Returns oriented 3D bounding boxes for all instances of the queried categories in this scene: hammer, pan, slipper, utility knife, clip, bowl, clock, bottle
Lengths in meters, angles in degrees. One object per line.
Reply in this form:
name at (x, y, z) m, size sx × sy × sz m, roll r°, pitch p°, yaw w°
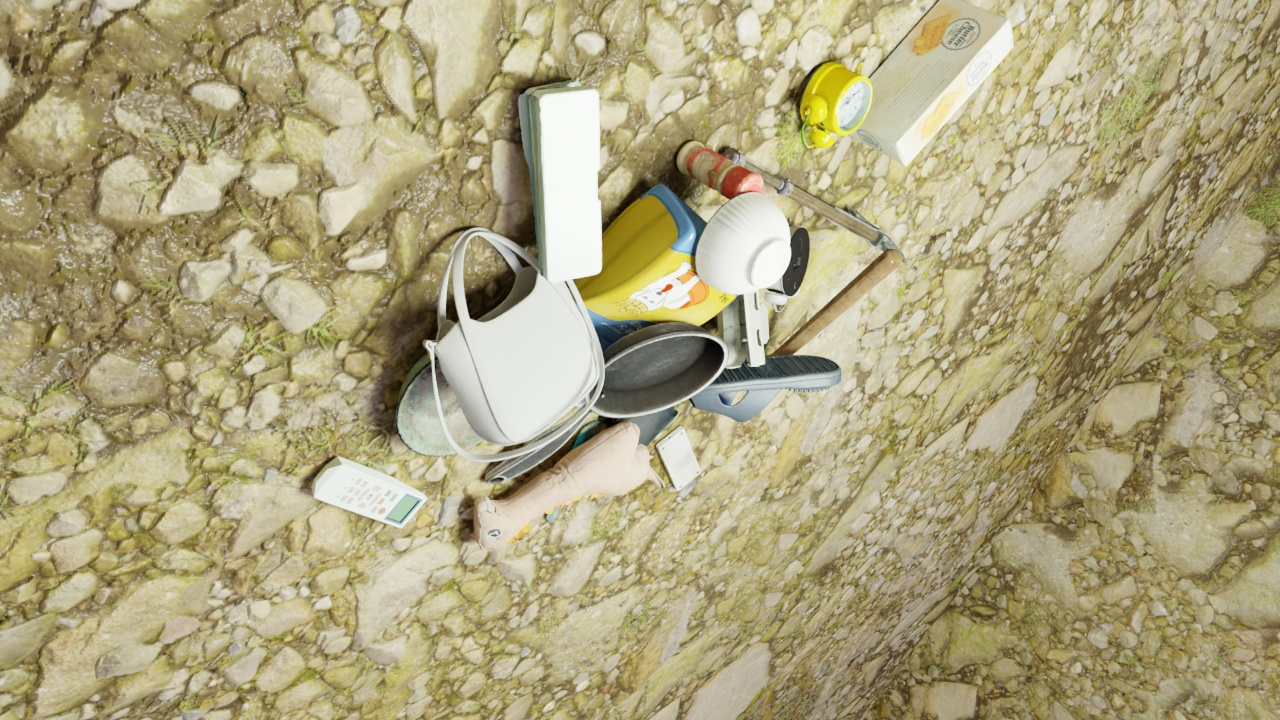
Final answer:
hammer at (0.222, -0.204, 1.187) m, size 0.316 × 0.147 × 0.028 m, roll 17°, pitch 116°, yaw -39°
pan at (-0.053, 0.056, 1.152) m, size 0.357 × 0.055 × 0.187 m, roll -28°, pitch 151°, yaw 14°
slipper at (0.149, 0.044, 1.270) m, size 0.263 × 0.101 × 0.083 m, roll -3°, pitch 112°, yaw -9°
utility knife at (-0.098, 0.158, 1.283) m, size 0.031 × 0.015 × 0.179 m, roll 2°, pitch 124°, yaw -39°
clip at (0.129, -0.052, 1.246) m, size 0.152 × 0.097 × 0.126 m, roll 13°, pitch 74°, yaw -86°
bowl at (-0.211, 0.036, 1.041) m, size 0.157 × 0.038 × 0.158 m, roll -25°, pitch 138°, yaw -25°
clock at (0.197, -0.126, 1.254) m, size 0.094 × 0.035 × 0.123 m, roll -33°, pitch 132°, yaw -53°
bottle at (0.089, -0.212, 1.042) m, size 0.044 × 0.109 × 0.044 m, roll -28°, pitch 139°, yaw -29°
bowl at (0.124, -0.120, 1.014) m, size 0.117 × 0.062 × 0.118 m, roll -27°, pitch 138°, yaw -27°
clock at (0.233, -0.312, 1.131) m, size 0.118 × 0.057 × 0.083 m, roll -47°, pitch 144°, yaw -10°
hammer at (0.256, -0.056, 1.301) m, size 0.129 × 0.040 × 0.323 m, roll -11°, pitch 156°, yaw -37°

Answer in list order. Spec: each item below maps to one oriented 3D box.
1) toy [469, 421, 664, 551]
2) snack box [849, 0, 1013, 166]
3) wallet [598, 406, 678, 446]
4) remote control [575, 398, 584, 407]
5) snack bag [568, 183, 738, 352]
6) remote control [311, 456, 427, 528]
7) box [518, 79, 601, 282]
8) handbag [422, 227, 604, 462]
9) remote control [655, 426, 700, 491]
toy at (-0.097, 0.189, 1.247) m, size 0.264 × 0.065 × 0.196 m, roll -36°, pitch 132°, yaw -7°
snack box at (0.366, -0.359, 1.177) m, size 0.208 × 0.104 × 0.057 m, roll -48°, pitch 143°, yaw 3°
wallet at (0.002, 0.079, 1.296) m, size 0.089 × 0.026 × 0.115 m, roll -46°, pitch 143°, yaw -3°
remote control at (-0.085, 0.014, 1.163) m, size 0.043 × 0.013 × 0.137 m, roll -37°, pitch 142°, yaw -12°
snack bag at (0.005, -0.088, 1.097) m, size 0.205 × 0.102 × 0.159 m, roll -40°, pitch 145°, yaw 15°
remote control at (-0.314, 0.151, 1.058) m, size 0.049 × 0.024 × 0.143 m, roll -49°, pitch 141°, yaw 3°
box at (-0.078, -0.178, 0.935) m, size 0.082 × 0.066 × 0.199 m, roll -34°, pitch 133°, yaw -43°
handbag at (-0.141, -0.030, 0.963) m, size 0.215 × 0.096 × 0.223 m, roll -41°, pitch 118°, yaw -40°
remote control at (0.060, 0.154, 1.433) m, size 0.050 × 0.011 × 0.136 m, roll -38°, pitch 142°, yaw -12°
